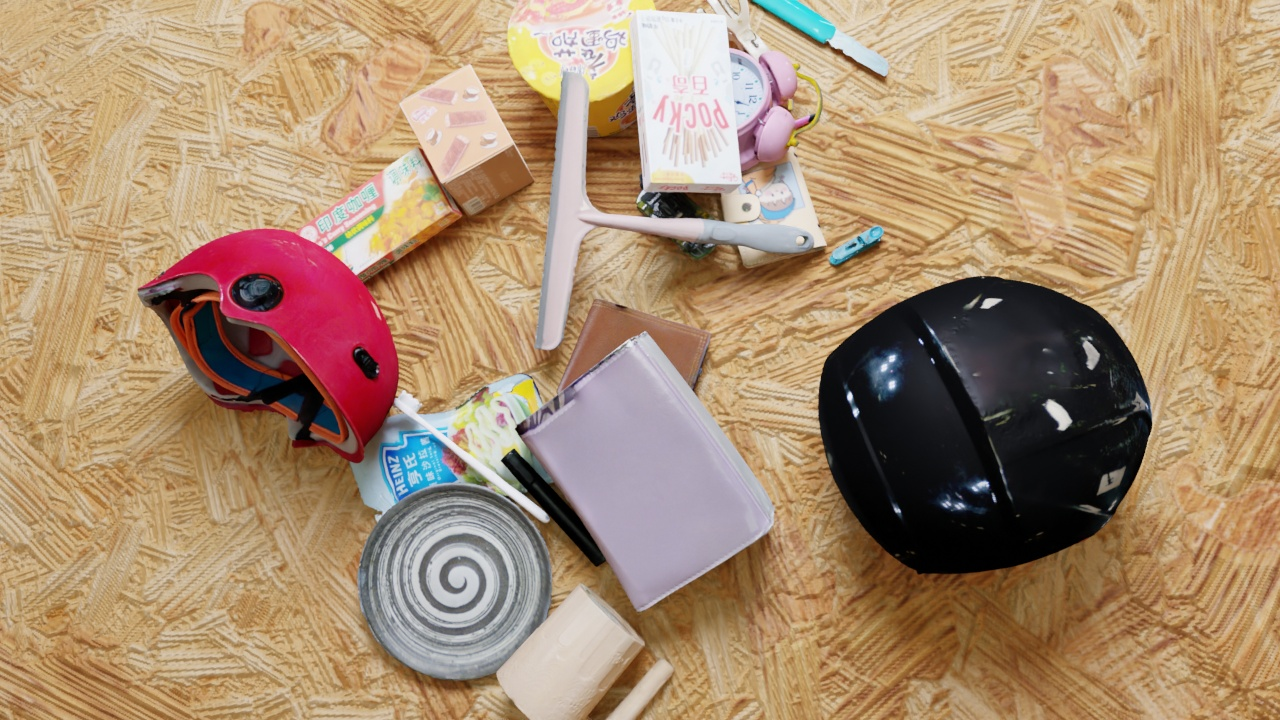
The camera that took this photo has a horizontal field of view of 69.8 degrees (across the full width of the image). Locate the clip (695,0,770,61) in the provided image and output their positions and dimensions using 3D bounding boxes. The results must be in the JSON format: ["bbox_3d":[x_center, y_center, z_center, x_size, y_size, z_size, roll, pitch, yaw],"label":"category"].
[{"bbox_3d":[0.094,-0.331,0.917,0.035,0.092,0.103,-39,114,-4],"label":"clip"}]

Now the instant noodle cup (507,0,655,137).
[{"bbox_3d":[-0.047,-0.286,0.877,0.138,0.110,0.138,-1,80,6],"label":"instant noodle cup"}]

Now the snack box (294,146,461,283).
[{"bbox_3d":[-0.257,-0.133,0.898,0.156,0.027,0.077,-32,78,11],"label":"snack box"}]

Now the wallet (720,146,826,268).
[{"bbox_3d":[0.120,-0.149,0.880,0.087,0.024,0.115,-15,80,-2],"label":"wallet"}]

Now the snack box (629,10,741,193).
[{"bbox_3d":[0.039,-0.225,0.801,0.084,0.027,0.156,-3,83,-17],"label":"snack box"}]

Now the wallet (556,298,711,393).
[{"bbox_3d":[-0.005,0.005,0.859,0.124,0.032,0.101,18,84,9],"label":"wallet"}]

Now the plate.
[{"bbox_3d":[-0.167,0.199,0.833,0.179,0.024,0.179,0,90,3],"label":"plate"}]

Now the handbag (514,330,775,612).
[{"bbox_3d":[0.004,0.095,0.794,0.145,0.098,0.197,-36,89,9],"label":"handbag"}]

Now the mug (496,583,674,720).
[{"bbox_3d":[-0.044,0.271,0.794,0.124,0.084,0.103,43,84,-13],"label":"mug"}]

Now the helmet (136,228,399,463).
[{"bbox_3d":[-0.300,-0.025,0.814,0.240,0.207,0.143,24,57,17],"label":"helmet"}]

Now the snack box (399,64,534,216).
[{"bbox_3d":[-0.164,-0.209,0.882,0.077,0.093,0.094,-29,78,0],"label":"snack box"}]

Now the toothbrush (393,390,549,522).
[{"bbox_3d":[-0.151,0.087,0.829,0.180,0.016,0.016,38,87,6],"label":"toothbrush"}]

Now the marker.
[{"bbox_3d":[-0.076,0.132,0.828,0.020,0.022,0.132,-43,94,-18],"label":"marker"}]

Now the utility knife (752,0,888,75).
[{"bbox_3d":[0.157,-0.343,0.916,0.216,0.013,0.029,37,83,13],"label":"utility knife"}]

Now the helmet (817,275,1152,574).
[{"bbox_3d":[0.282,0.045,0.733,0.274,0.231,0.233,-18,79,-18],"label":"helmet"}]

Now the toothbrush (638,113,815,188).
[{"bbox_3d":[0.086,-0.208,0.898,0.189,0.014,0.017,-22,66,1],"label":"toothbrush"}]

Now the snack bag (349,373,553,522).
[{"bbox_3d":[-0.175,0.090,0.857,0.191,0.039,0.110,-19,90,2],"label":"snack bag"}]

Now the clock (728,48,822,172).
[{"bbox_3d":[0.091,-0.238,0.867,0.158,0.060,0.117,3,68,11],"label":"clock"}]

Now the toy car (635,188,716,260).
[{"bbox_3d":[0.036,-0.135,0.877,0.043,0.036,0.091,-44,79,-2],"label":"toy car"}]

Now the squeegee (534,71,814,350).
[{"bbox_3d":[0.041,-0.118,0.823,0.249,0.040,0.248,5,100,-9],"label":"squeegee"}]

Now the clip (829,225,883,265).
[{"bbox_3d":[0.203,-0.108,0.864,0.056,0.043,0.014,-28,79,-3],"label":"clip"}]
